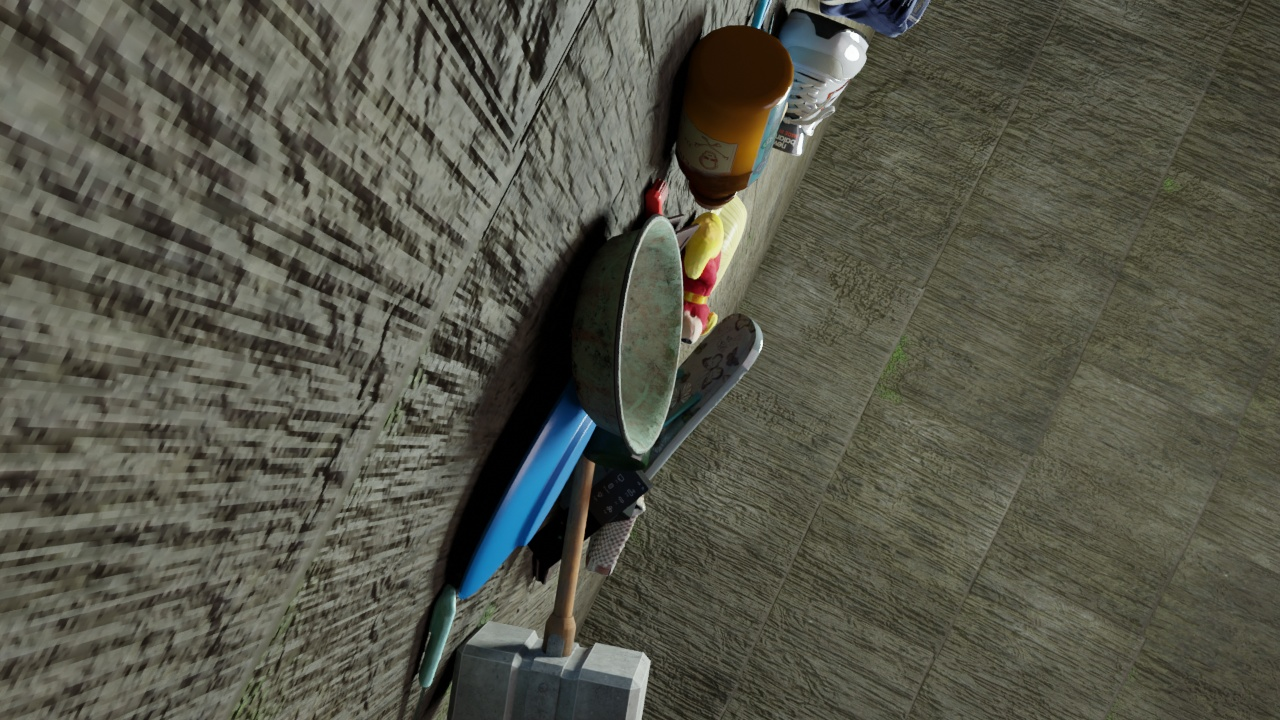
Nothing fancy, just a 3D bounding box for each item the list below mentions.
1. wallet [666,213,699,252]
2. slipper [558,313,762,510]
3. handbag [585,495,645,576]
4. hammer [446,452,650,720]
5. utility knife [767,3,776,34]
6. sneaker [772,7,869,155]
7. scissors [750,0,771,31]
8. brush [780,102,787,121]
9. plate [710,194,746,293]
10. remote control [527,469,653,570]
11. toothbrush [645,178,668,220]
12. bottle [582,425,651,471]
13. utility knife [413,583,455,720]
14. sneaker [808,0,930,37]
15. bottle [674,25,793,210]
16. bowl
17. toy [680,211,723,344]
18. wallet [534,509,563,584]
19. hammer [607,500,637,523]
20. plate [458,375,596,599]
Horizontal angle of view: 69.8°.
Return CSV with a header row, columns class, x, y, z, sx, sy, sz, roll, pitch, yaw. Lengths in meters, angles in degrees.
class,x,y,z,sx,sy,sz,roll,pitch,yaw
wallet,0.000,-0.059,0.716,0.116,0.018,0.091,-57,174,19
slipper,0.005,0.054,0.859,0.269,0.054,0.098,-43,-146,18
handbag,-0.023,0.130,1.016,0.185,0.047,0.124,-80,-171,-53
hammer,-0.062,0.180,0.810,0.083,0.163,0.317,-11,110,-82
utility knife,0.115,-0.274,0.857,0.221,0.015,0.031,63,36,-81
sneaker,0.171,-0.279,0.958,0.239,0.089,0.124,-50,162,-77
scissors,0.083,-0.246,0.732,0.133,0.011,0.140,-58,172,-43
brush,0.105,-0.220,0.848,0.195,0.043,0.059,-45,160,-80
plate,0.095,-0.136,1.144,0.184,0.036,0.184,-62,173,-13
remote control,-0.050,0.145,0.853,0.150,0.034,0.013,-42,172,28
toothbrush,0.014,-0.101,0.750,0.018,0.012,0.213,-63,173,-10
bottle,-0.005,0.005,0.785,0.055,0.055,0.174,98,4,-70
utility knife,-0.154,0.221,0.665,0.022,0.015,0.166,-106,-150,-47
sneaker,0.243,-0.398,0.936,0.091,0.118,0.233,-64,173,0
bottle,0.059,-0.157,0.646,0.067,0.068,0.157,-62,173,-20
bowl,-0.009,-0.018,0.606,0.157,0.038,0.157,6,89,-75
toy,0.056,-0.088,0.961,0.105,0.067,0.137,-51,153,-73
wallet,-0.088,0.203,1.053,0.099,0.031,0.120,-58,174,-25
hammer,0.003,0.035,0.985,0.095,0.015,0.323,-20,-143,44
plate,-0.065,0.080,0.679,0.224,0.024,0.224,-61,178,-4
